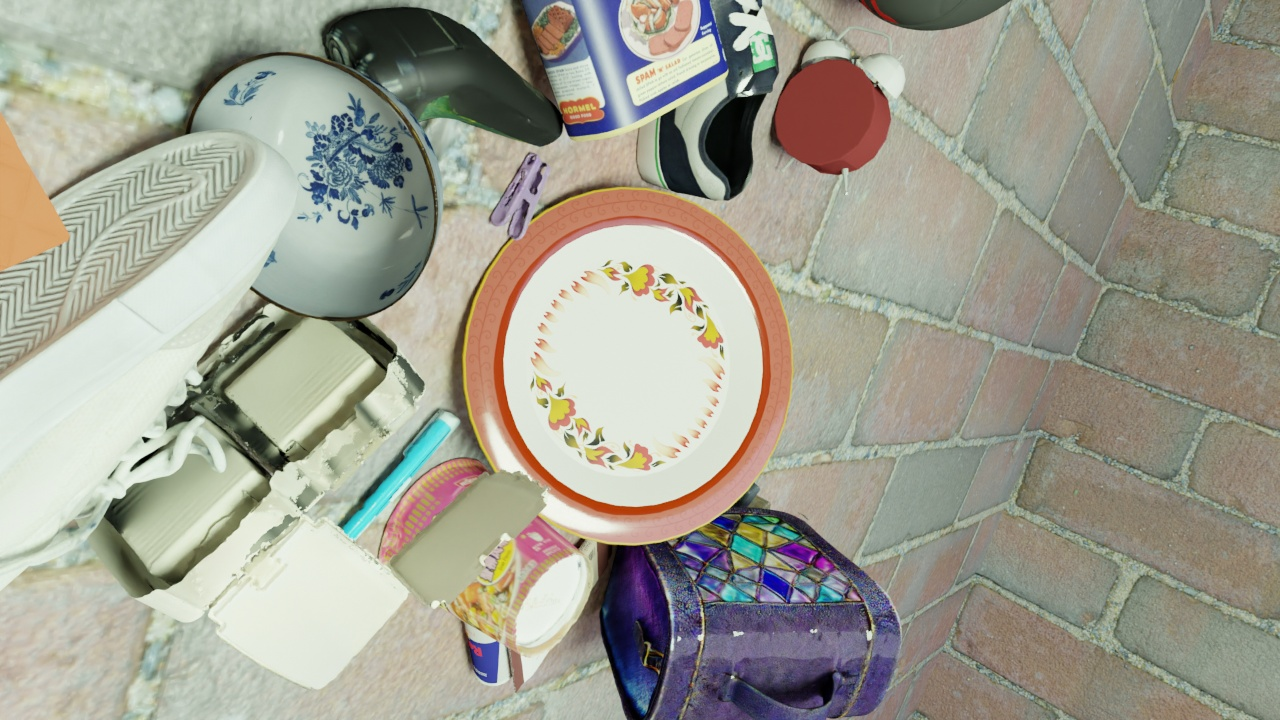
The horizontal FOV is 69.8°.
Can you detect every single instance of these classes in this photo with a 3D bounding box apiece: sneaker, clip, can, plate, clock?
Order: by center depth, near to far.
[{"bbox_3d":[-0.215,0.017,0.351,0.242,0.089,0.091,-49,145,-12],"label":"sneaker"},{"bbox_3d":[-0.007,-0.185,0.508,0.116,0.057,0.092,-38,121,-35],"label":"can"},{"bbox_3d":[-0.069,-0.098,0.548,0.051,0.013,0.035,-63,149,-8],"label":"clip"},{"bbox_3d":[0.054,-0.216,0.580,0.084,0.079,0.236,-27,132,-43],"label":"sneaker"},{"bbox_3d":[-0.004,0.003,0.598,0.229,0.021,0.229,0,89,-23],"label":"plate"},{"bbox_3d":[-0.111,0.197,0.673,0.032,0.032,0.095,-35,138,-38],"label":"can"},{"bbox_3d":[0.159,-0.203,0.734,0.044,0.087,0.125,5,110,-57],"label":"clock"}]

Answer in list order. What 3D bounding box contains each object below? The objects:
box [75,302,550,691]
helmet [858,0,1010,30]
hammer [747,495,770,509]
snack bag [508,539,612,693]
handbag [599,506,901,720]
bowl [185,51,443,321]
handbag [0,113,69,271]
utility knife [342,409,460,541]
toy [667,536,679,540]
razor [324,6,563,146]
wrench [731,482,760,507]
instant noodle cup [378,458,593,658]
[{"bbox_3d":[-0.129,0.075,0.405,0.143,0.193,0.106,-46,142,-15],"label":"box"},{"bbox_3d":[0.212,-0.336,0.645,0.169,0.164,0.265,-39,151,-17],"label":"helmet"},{"bbox_3d":[0.070,0.298,1.003,0.157,0.037,0.301,-32,136,-40],"label":"hammer"},{"bbox_3d":[-0.061,0.189,0.736,0.157,0.013,0.057,-50,147,-46],"label":"snack bag"},{"bbox_3d":[0.085,0.221,0.759,0.204,0.222,0.126,6,109,-23],"label":"handbag"},{"bbox_3d":[-0.132,-0.078,0.398,0.045,0.114,0.114,-62,162,-62],"label":"bowl"},{"bbox_3d":[-0.272,-0.045,0.250,0.171,0.060,0.109,-39,136,-34],"label":"handbag"},{"bbox_3d":[-0.160,0.089,0.546,0.151,0.015,0.022,-52,171,-16],"label":"utility knife"},{"bbox_3d":[0.041,0.053,0.740,0.112,0.096,0.176,-60,158,-67],"label":"toy"},{"bbox_3d":[-0.092,-0.133,0.466,0.067,0.054,0.151,-44,161,18],"label":"razor"},{"bbox_3d":[0.091,0.061,0.856,0.073,0.022,0.274,-23,123,-46],"label":"wrench"},{"bbox_3d":[-0.092,0.128,0.582,0.097,0.109,0.098,-35,138,-39],"label":"instant noodle cup"}]
